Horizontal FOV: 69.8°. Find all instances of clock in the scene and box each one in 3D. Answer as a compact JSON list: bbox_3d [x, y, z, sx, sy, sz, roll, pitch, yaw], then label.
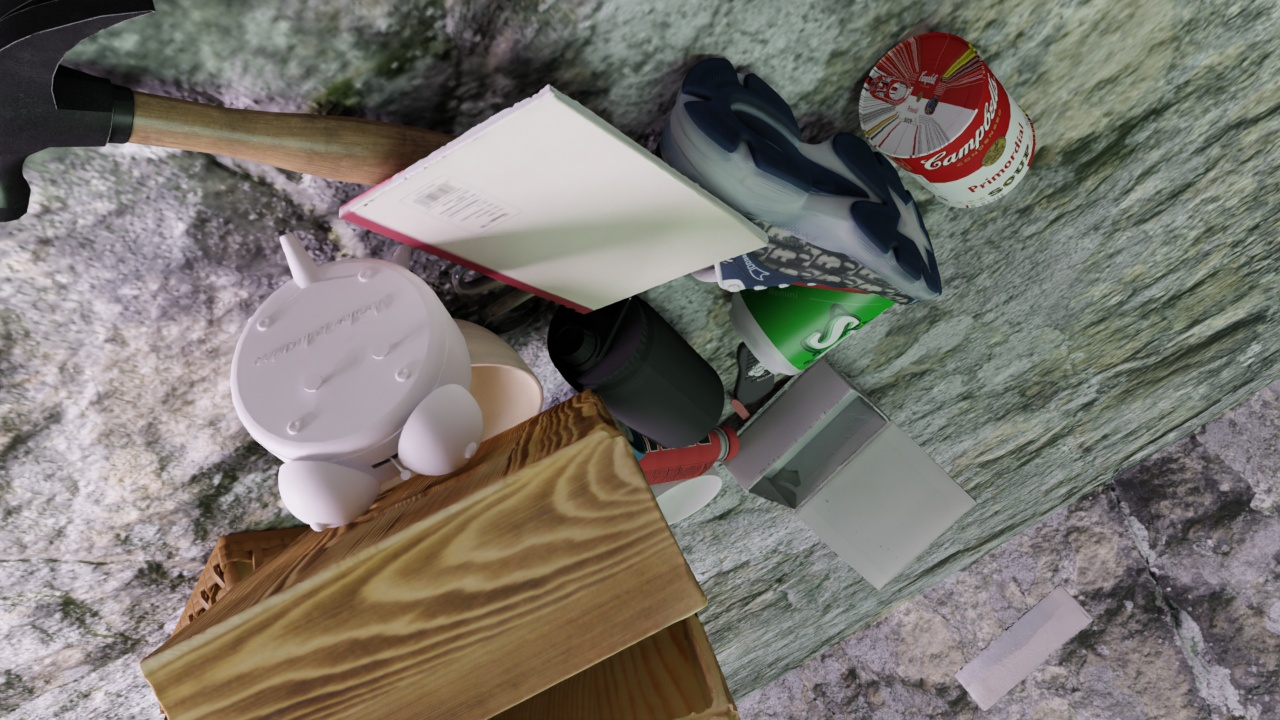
[{"bbox_3d":[-0.164,0.005,0.517,0.125,0.160,0.073,-26,152,-3],"label":"clock"}]

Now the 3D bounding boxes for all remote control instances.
[{"bbox_3d":[0.118,0.011,0.927,0.046,0.009,0.125,-23,151,-10],"label":"remote control"}]

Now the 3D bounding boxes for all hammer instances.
[{"bbox_3d":[-0.156,-0.113,0.469,0.304,0.040,0.133,-1,144,-41],"label":"hammer"}]

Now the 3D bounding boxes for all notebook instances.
[{"bbox_3d":[-0.041,-0.078,0.529,0.153,0.012,0.208,-19,157,31],"label":"notebook"}]

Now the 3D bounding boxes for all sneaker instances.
[{"bbox_3d":[0.095,-0.091,0.640,0.269,0.103,0.133,21,139,-35],"label":"sneaker"}]

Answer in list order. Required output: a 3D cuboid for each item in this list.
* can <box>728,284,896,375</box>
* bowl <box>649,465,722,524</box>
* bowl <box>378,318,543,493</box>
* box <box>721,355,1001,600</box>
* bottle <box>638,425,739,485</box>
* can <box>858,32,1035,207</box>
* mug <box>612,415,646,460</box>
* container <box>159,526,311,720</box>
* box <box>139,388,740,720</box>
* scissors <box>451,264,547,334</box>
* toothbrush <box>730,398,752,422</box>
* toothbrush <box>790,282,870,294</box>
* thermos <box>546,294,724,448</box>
[{"bbox_3d":[0.149,-0.056,0.766,0.140,0.087,0.087,-37,150,16],"label":"can"},{"bbox_3d":[0.032,0.136,1.010,0.104,0.054,0.105,-23,151,-14],"label":"bowl"},{"bbox_3d":[-0.151,0.022,0.645,0.150,0.075,0.151,-21,150,-13],"label":"bowl"},{"bbox_3d":[0.284,0.164,1.121,0.166,0.119,0.478,-45,126,10],"label":"box"},{"bbox_3d":[0.026,0.091,0.924,0.176,0.062,0.062,-3,143,-37],"label":"bottle"},{"bbox_3d":[0.219,-0.166,0.650,0.087,0.086,0.116,-42,148,24],"label":"can"},{"bbox_3d":[-0.050,0.093,0.819,0.107,0.083,0.113,-36,108,7],"label":"mug"},{"bbox_3d":[-0.285,0.305,0.840,0.219,0.214,0.252,1,140,-42],"label":"container"},{"bbox_3d":[-0.096,0.141,0.524,0.245,0.168,0.279,-23,-175,-3],"label":"box"},{"bbox_3d":[-0.058,-0.071,0.641,0.154,0.012,0.163,9,136,-49],"label":"scissors"},{"bbox_3d":[0.125,0.071,1.018,0.015,0.015,0.184,-32,153,7],"label":"toothbrush"},{"bbox_3d":[0.087,-0.066,0.692,0.189,0.016,0.016,6,121,-10],"label":"toothbrush"},{"bbox_3d":[-0.004,0.004,0.732,0.086,0.086,0.198,-34,151,10],"label":"thermos"}]
